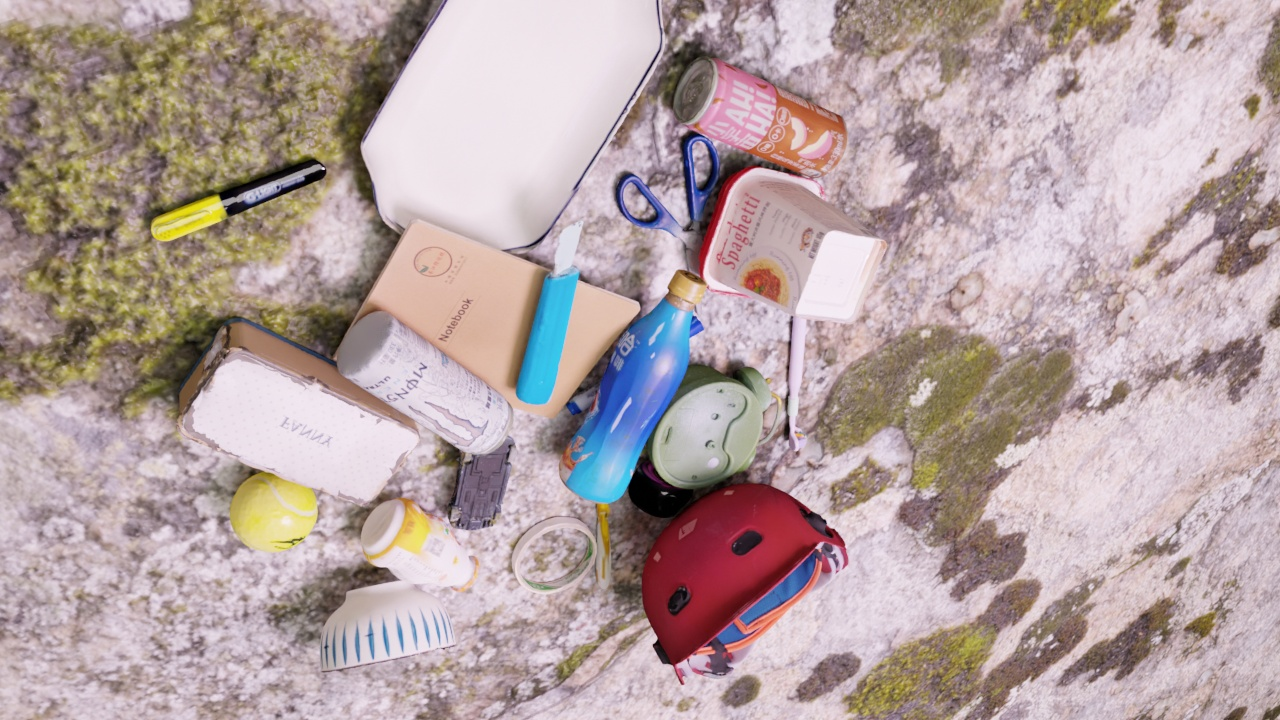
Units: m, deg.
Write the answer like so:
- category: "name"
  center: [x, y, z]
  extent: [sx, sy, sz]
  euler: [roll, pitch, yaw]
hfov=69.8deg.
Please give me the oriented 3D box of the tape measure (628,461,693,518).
- category: "tape measure"
  center: [0.017, 0.128, 0.897]
  extent: [0.039, 0.058, 0.057]
  euler: [-65, 166, 20]

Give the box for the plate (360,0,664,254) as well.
- category: "plate"
  center: [-0.094, -0.198, 0.675]
  extent: [0.162, 0.034, 0.266]
  euler: [26, 103, -35]

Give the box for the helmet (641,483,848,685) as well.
- category: "helmet"
  center: [0.082, 0.200, 0.895]
  extent: [0.207, 0.144, 0.240]
  euler: [-42, 156, 3]

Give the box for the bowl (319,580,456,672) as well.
- category: "bowl"
  center: [-0.227, 0.233, 0.817]
  extent: [0.116, 0.117, 0.066]
  euler: [-5, 75, -24]

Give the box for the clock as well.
- category: "clock"
  center: [0.069, 0.060, 0.886]
  extent: [0.161, 0.056, 0.116]
  euler: [1, 117, -27]

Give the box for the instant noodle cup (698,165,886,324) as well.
- category: "instant noodle cup"
  center: [0.130, -0.092, 0.781]
  extent: [0.116, 0.124, 0.116]
  euler: [3, 114, -36]

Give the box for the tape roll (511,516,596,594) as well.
- category: "tape roll"
  center: [-0.085, 0.194, 0.910]
  extent: [0.085, 0.014, 0.086]
  euler: [-12, 121, -20]

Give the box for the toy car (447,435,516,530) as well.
- category: "toy car"
  center: [-0.143, 0.105, 0.821]
  extent: [0.048, 0.031, 0.106]
  euler: [4, 116, -29]

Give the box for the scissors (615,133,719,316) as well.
- category: "scissors"
  center: [0.045, -0.120, 0.801]
  extent: [0.163, 0.012, 0.161]
  euler: [16, 109, -34]

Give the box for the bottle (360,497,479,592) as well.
- category: "bottle"
  center: [-0.192, 0.168, 0.812]
  extent: [0.063, 0.063, 0.108]
  euler: [-45, 126, 3]

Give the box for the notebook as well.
- category: "notebook"
  center: [-0.122, -0.024, 0.749]
  extent: [0.207, 0.008, 0.148]
  euler: [19, 124, -33]

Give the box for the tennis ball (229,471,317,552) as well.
- category: "tennis ball"
  center: [-0.293, 0.120, 0.734]
  extent: [0.065, 0.065, 0.066]
  euler: [-12, 121, -20]

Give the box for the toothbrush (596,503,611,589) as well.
- category: "toothbrush"
  center: [-0.035, 0.156, 0.911]
  extent: [0.016, 0.018, 0.192]
  euler: [-10, 121, -20]

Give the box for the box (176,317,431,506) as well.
- category: "box"
  center: [-0.257, 0.046, 0.716]
  extent: [0.184, 0.061, 0.090]
  euler: [34, 99, -38]

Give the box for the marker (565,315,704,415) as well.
- category: "marker"
  center: [-0.005, 0.005, 0.843]
  extent: [0.145, 0.017, 0.017]
  euler: [-34, 126, -6]

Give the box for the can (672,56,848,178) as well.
- category: "can"
  center: [0.101, -0.198, 0.756]
  extent: [0.147, 0.058, 0.058]
  euler: [13, 110, -31]

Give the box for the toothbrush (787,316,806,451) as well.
- category: "toothbrush"
  center: [0.160, 0.007, 0.925]
  extent: [0.021, 0.029, 0.189]
  euler: [4, 120, 14]

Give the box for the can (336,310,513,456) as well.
- category: "can"
  center: [-0.167, 0.021, 0.728]
  extent: [0.058, 0.058, 0.146]
  euler: [-45, 133, 2]

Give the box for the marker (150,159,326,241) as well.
- category: "marker"
  center: [-0.280, -0.113, 0.642]
  extent: [0.124, 0.015, 0.018]
  euler: [-25, 128, -13]

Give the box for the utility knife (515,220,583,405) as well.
- category: "utility knife"
  center: [-0.071, -0.033, 0.737]
  extent: [0.034, 0.018, 0.188]
  euler: [-8, 136, -28]

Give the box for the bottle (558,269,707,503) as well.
- category: "bottle"
  center: [-0.002, 0.023, 0.800]
  extent: [0.065, 0.065, 0.219]
  euler: [14, 114, -32]
